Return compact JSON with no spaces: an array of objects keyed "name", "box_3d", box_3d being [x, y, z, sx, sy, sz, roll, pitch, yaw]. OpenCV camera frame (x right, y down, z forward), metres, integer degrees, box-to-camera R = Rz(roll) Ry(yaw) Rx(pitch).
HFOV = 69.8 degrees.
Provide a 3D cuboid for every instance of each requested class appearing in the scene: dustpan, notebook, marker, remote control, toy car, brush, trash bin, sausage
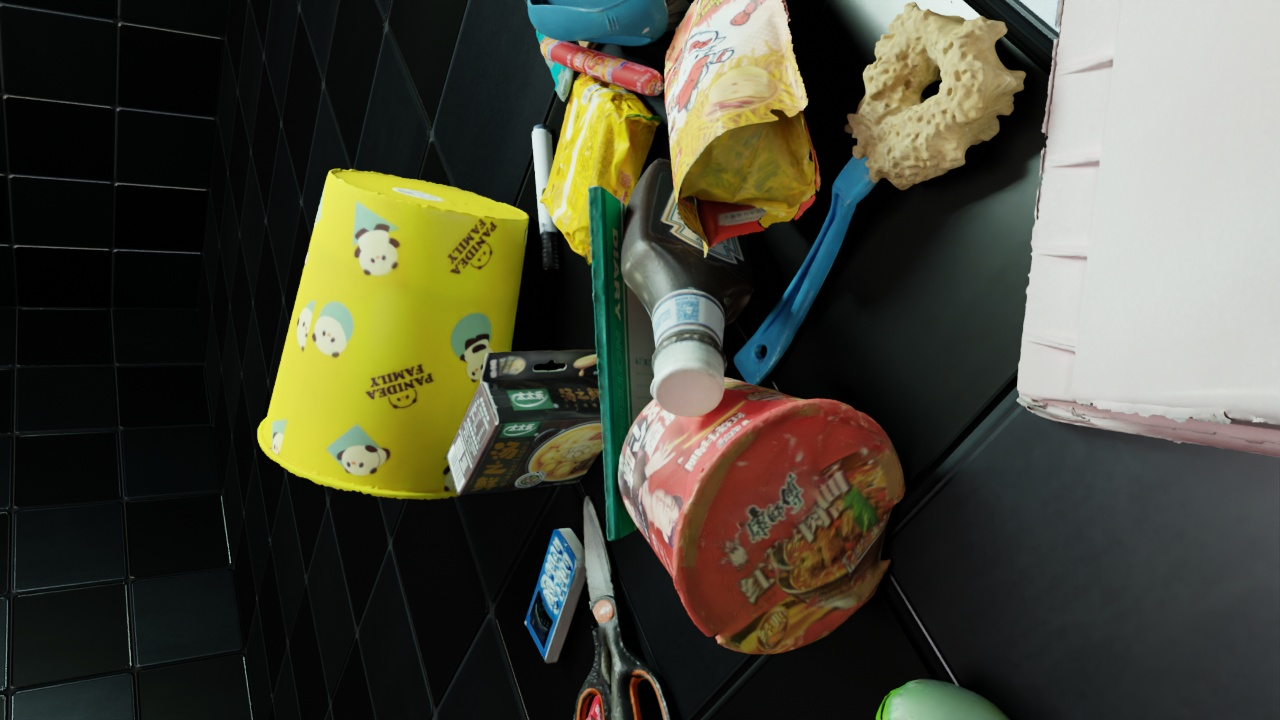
[{"name":"dustpan","box_3d":[0.255,-0.064,0.292,0.273,0.139,0.222,-110,24,-79]},{"name":"notebook","box_3d":[-0.004,0.004,0.604,0.012,0.150,0.209,-4,87,15]},{"name":"marker","box_3d":[-0.085,-0.146,0.821,0.023,0.018,0.130,164,102,-67]},{"name":"remote control","box_3d":[-0.073,0.207,0.808,0.049,0.024,0.125,51,131,45]},{"name":"toy car","box_3d":[-0.030,0.317,0.727,0.053,0.045,0.121,40,122,48]},{"name":"brush","box_3d":[0.112,-0.076,0.498,0.083,0.045,0.255,60,142,31]},{"name":"trash bin","box_3d":[-0.220,-0.033,0.865,0.230,0.229,0.255,34,113,53]},{"name":"sausage","box_3d":[-0.033,-0.220,0.682,0.156,0.020,0.020,33,119,42]},{"name":"brush","box_3d":[-0.035,-0.255,0.664,0.144,0.073,0.055,26,141,44]}]

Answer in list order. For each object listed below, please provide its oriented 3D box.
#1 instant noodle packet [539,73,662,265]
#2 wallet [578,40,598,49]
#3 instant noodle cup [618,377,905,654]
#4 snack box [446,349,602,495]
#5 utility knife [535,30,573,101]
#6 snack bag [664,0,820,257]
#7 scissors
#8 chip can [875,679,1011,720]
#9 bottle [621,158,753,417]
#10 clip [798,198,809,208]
[{"name":"instant noodle packet","box_3d":[-0.033,-0.155,0.714,0.110,0.044,0.129,55,132,44]},{"name":"wallet","box_3d":[-0.038,-0.318,0.723,0.116,0.020,0.101,-41,69,55]},{"name":"instant noodle cup","box_3d":[0.055,0.073,0.506,0.108,0.137,0.138,31,117,61]},{"name":"snack box","box_3d":[-0.083,0.051,0.735,0.126,0.113,0.053,-57,47,43]},{"name":"utility knife","box_3d":[-0.077,-0.267,0.784,0.029,0.013,0.171,-59,31,29]},{"name":"snack bag","box_3d":[0.051,-0.165,0.541,0.129,0.073,0.207,122,153,-42]},{"name":"scissors","box_3d":[-0.039,0.215,0.720,0.125,0.021,0.234,-38,54,6]},{"name":"chip can","box_3d":[0.123,0.261,0.454,0.072,0.072,0.222,42,125,49]},{"name":"bottle","box_3d":[0.027,-0.046,0.529,0.044,0.080,0.194,-56,20,36]},{"name":"clip","box_3d":[0.085,-0.116,0.549,0.014,0.046,0.057,-39,58,53]}]
